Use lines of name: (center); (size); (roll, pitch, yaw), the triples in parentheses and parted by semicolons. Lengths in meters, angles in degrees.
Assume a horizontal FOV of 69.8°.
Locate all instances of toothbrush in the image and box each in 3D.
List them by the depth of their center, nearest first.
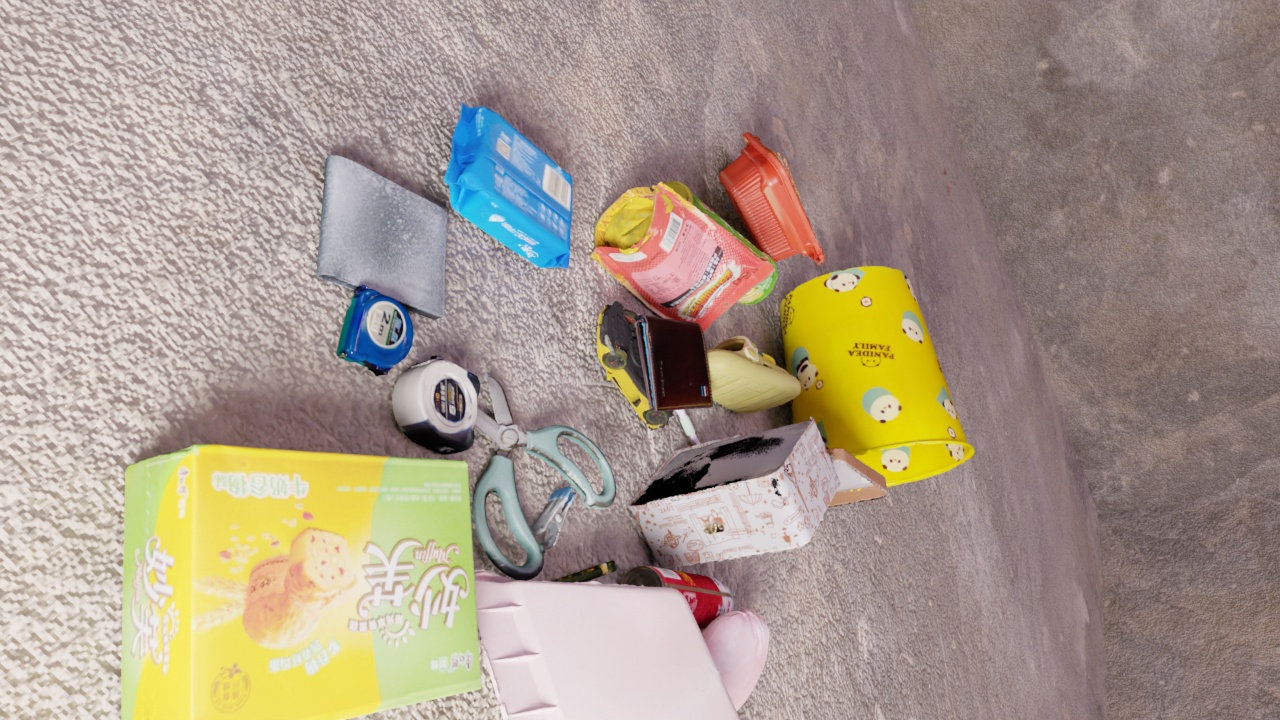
toothbrush: (-0.076, 0.190, 0.780); (0.185, 0.012, 0.017); (-1, 67, -57)
toothbrush: (0.036, 0.031, 1.007); (0.021, 0.029, 0.189); (-33, 108, -18)

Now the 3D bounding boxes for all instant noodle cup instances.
instant noodle cup: (0.168, -0.204, 1.208); (0.164, 0.079, 0.188); (58, 7, -23)

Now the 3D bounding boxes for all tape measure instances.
tape measure: (-0.194, -0.020, 0.673); (0.054, 0.025, 0.058); (32, 61, -48)
tape measure: (-0.156, 0.033, 0.702); (0.066, 0.034, 0.065); (38, 46, -47)

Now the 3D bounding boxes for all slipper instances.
slipper: (0.118, 0.007, 1.080); (0.190, 0.092, 0.081); (19, 60, -49)

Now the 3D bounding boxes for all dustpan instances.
dustpan: (-0.027, 0.291, 0.722); (0.273, 0.139, 0.222); (7, 45, -36)

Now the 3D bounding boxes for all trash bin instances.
trash bin: (0.299, 0.027, 1.236); (0.229, 0.230, 0.255); (20, 55, -52)

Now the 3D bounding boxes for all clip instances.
clip: (-0.074, 0.135, 0.795); (0.029, 0.025, 0.056); (51, 44, -27)

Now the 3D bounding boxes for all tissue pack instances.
tissue pack: (-0.116, -0.152, 0.820); (0.157, 0.052, 0.094); (34, 49, -46)

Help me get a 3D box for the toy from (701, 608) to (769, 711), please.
toy: (0.077, 0.319, 0.899); (0.121, 0.054, 0.159); (19, 89, -53)

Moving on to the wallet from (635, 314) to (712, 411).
wallet: (0.036, 0.004, 0.945); (0.122, 0.020, 0.096); (2, 76, -59)

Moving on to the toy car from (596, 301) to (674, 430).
toy car: (-0.005, 0.005, 0.931); (0.156, 0.041, 0.071); (55, 34, -37)

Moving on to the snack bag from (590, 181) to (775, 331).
snack bag: (0.047, -0.104, 1.001); (0.207, 0.129, 0.073); (31, 17, -43)

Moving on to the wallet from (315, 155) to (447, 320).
wallet: (-0.196, -0.091, 0.708); (0.120, 0.019, 0.097); (22, 61, -53)

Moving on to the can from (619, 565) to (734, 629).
can: (0.038, 0.233, 0.896); (0.132, 0.053, 0.053); (25, 57, -50)

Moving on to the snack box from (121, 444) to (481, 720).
snack box: (-0.197, 0.138, 0.564); (0.209, 0.070, 0.157); (13, 67, -54)

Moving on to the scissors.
scissors: (-0.097, 0.104, 0.758); (0.172, 0.019, 0.178); (38, 53, -25)

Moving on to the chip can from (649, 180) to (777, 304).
chip can: (0.087, -0.135, 1.102); (0.221, 0.073, 0.072); (28, 55, -49)

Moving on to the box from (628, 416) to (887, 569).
box: (0.128, 0.134, 0.961); (0.273, 0.179, 0.124); (0, 75, -56)
